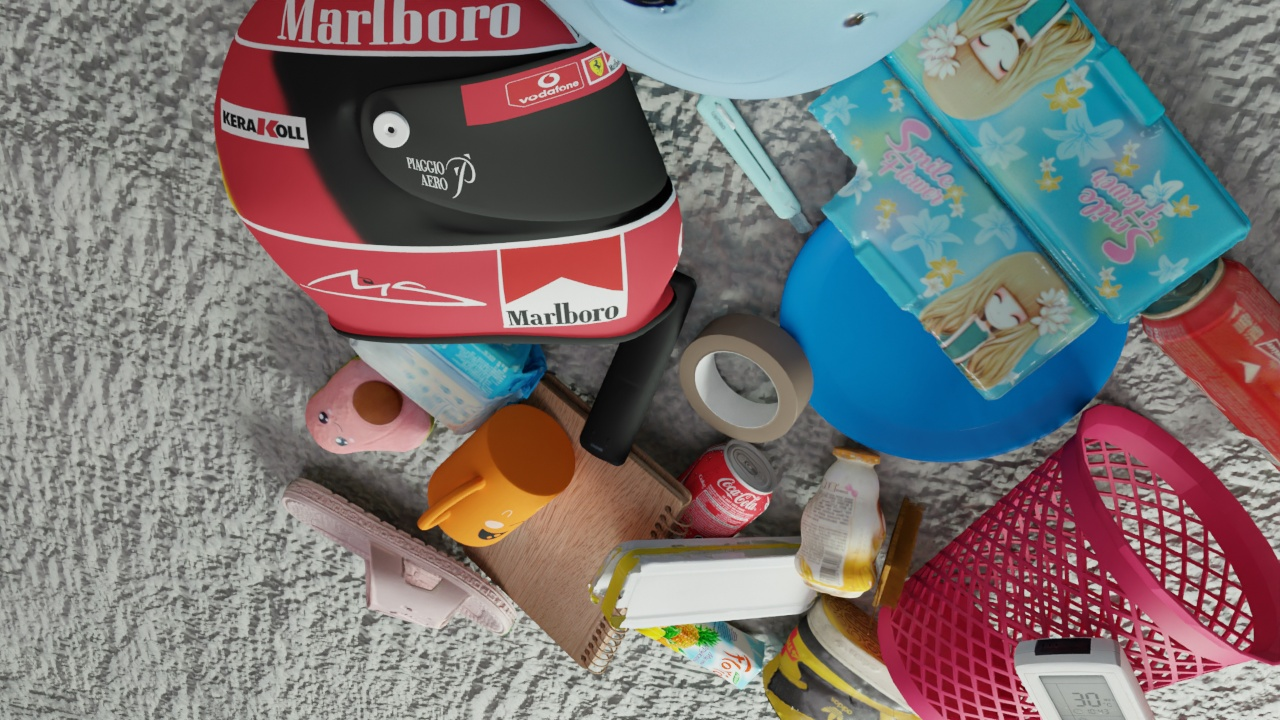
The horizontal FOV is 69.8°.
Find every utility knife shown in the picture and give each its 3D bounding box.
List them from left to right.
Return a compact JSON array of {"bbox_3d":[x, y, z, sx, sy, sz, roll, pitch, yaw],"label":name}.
[{"bbox_3d":[0.076,-0.131,0.609,0.022,0.015,0.120,-41,108,-3],"label":"utility knife"}]

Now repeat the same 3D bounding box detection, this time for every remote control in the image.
[{"bbox_3d":[-0.004,0.004,0.672,0.041,0.020,0.152,26,101,22],"label":"remote control"},{"bbox_3d":[0.282,0.218,0.568,0.060,0.025,0.138,-14,123,35],"label":"remote control"}]

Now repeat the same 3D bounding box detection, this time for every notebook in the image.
[{"bbox_3d":[-0.057,0.139,0.754,0.169,0.022,0.211,39,125,20],"label":"notebook"}]

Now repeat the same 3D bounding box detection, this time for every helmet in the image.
[{"bbox_3d":[-0.110,-0.136,0.544,0.271,0.197,0.225,1,121,3],"label":"helmet"},{"bbox_3d":[0.029,-0.231,0.444,0.265,0.225,0.167,22,148,-17],"label":"helmet"}]

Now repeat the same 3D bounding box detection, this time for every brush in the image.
[{"bbox_3d":[0.189,0.157,0.681,0.017,0.126,0.048,17,125,17],"label":"brush"}]

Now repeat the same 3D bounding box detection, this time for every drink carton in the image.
[{"bbox_3d":[0.050,0.246,0.820,0.129,0.038,0.044,30,122,-5],"label":"drink carton"}]

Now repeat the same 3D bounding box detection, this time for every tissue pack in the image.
[{"bbox_3d":[-0.147,-0.011,0.704,0.144,0.061,0.093,40,123,-9],"label":"tissue pack"}]

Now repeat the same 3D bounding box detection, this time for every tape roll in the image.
[{"bbox_3d":[0.076,0.013,0.665,0.094,0.030,0.094,21,133,23],"label":"tape roll"}]

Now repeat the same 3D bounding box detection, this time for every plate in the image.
[{"bbox_3d":[0.209,-0.028,0.630,0.224,0.024,0.225,6,121,10],"label":"plate"}]

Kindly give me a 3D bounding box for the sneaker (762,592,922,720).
[{"bbox_3d":[0.209,0.310,0.783,0.238,0.086,0.122,38,109,-5],"label":"sneaker"}]

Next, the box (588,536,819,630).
[{"bbox_3d":[0.058,0.165,0.709,0.209,0.044,0.066,7,114,-35],"label":"box"}]

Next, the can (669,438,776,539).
[{"bbox_3d":[0.054,0.113,0.726,0.064,0.064,0.105,37,121,-9],"label":"can"}]

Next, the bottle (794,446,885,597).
[{"bbox_3d":[0.155,0.121,0.696,0.063,0.063,0.109,11,91,7],"label":"bottle"}]

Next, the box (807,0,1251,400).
[{"bbox_3d":[0.214,-0.105,0.550,0.182,0.039,0.227,-41,98,17],"label":"box"}]

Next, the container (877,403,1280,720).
[{"bbox_3d":[0.292,0.170,0.651,0.183,0.182,0.226,34,129,-7],"label":"container"}]

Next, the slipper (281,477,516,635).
[{"bbox_3d":[-0.226,0.192,0.824,0.239,0.064,0.094,31,149,0],"label":"slipper"}]

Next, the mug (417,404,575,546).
[{"bbox_3d":[-0.119,0.094,0.697,0.096,0.112,0.077,-41,79,38],"label":"mug"}]

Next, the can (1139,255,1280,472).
[{"bbox_3d":[0.392,0.006,0.581,0.170,0.067,0.067,41,120,-12],"label":"can"}]

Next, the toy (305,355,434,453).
[{"bbox_3d":[-0.227,0.043,0.760,0.110,0.051,0.090,-24,111,25],"label":"toy"}]
